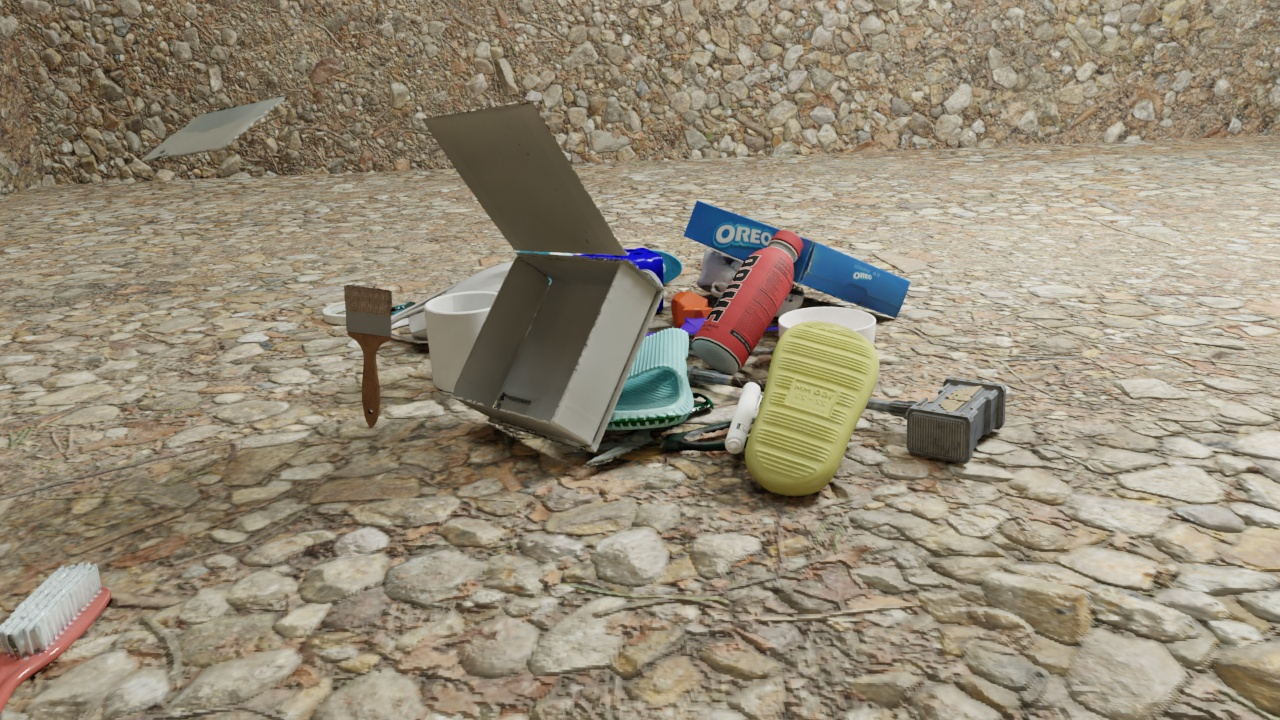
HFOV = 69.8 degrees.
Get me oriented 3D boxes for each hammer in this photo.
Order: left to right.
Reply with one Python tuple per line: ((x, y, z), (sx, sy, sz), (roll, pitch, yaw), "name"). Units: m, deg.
((0.172, 0.034, 0.885), (0.323, 0.044, 0.098), (9, 22, 37), "hammer")

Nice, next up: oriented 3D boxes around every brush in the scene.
((-0.376, 0.176, 0.553), (0.041, 0.030, 0.172), (-4, 19, -3), "brush")
((-0.261, -0.001, 0.881), (0.045, 0.143, 0.008), (9, 22, 6), "brush")
((-0.005, -0.140, 1.385), (0.136, 0.055, 0.075), (1, 15, 11), "brush")

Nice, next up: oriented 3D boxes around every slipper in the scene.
((-0.005, 0.005, 0.920), (0.116, 0.069, 0.275), (-10, 14, 5), "slipper")
((0.136, -0.097, 1.214), (0.112, 0.075, 0.247), (2, 13, -18), "slipper")
((0.147, 0.049, 0.787), (0.092, 0.082, 0.190), (12, 49, 20), "slipper")

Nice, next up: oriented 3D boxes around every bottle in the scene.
((0.126, -0.071, 1.021), (0.062, 0.062, 0.176), (15, 62, 41), "bottle")

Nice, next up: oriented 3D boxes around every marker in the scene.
((0.094, 0.052, 0.829), (0.020, 0.017, 0.133), (38, 24, -2), "marker")

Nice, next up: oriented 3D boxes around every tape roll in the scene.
((-0.403, -0.070, 1.302), (0.093, 0.013, 0.093), (-3, 19, 1), "tape roll")

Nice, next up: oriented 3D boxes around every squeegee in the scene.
((0.062, -0.058, 1.139), (0.249, 0.055, 0.184), (-3, 9, -6), "squeegee")

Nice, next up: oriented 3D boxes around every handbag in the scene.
((-0.232, -0.064, 1.211), (0.223, 0.095, 0.215), (-11, 16, 15), "handbag")

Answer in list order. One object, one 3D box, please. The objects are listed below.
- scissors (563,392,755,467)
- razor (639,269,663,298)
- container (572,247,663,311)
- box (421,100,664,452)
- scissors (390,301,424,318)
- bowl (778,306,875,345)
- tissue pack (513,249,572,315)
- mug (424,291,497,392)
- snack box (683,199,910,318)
((0.036, 0.071, 0.827), (0.155, 0.015, 0.208), (14, 24, 37), "scissors")
((-0.027, -0.064, 1.130), (0.088, 0.047, 0.116), (-33, 6, 24), "razor")
((-0.035, -0.104, 1.244), (0.113, 0.085, 0.084), (-9, 21, -21), "container")
((-0.088, -0.180, 0.810), (0.148, 0.507, 0.167), (-15, 17, -42), "box")
((-0.333, -0.070, 1.287), (0.138, 0.019, 0.129), (-3, 18, -8), "scissors")
((0.205, -0.021, 1.013), (0.105, 0.054, 0.104), (-4, 17, 1), "bowl")
((-0.105, -0.085, 1.118), (0.062, 0.093, 0.144), (-29, 51, 16), "tissue pack")
((-0.176, -0.025, 1.021), (0.121, 0.090, 0.091), (-19, 25, -39), "mug")
((0.201, -0.133, 1.197), (0.195, 0.056, 0.239), (14, 11, -38), "snack box")
